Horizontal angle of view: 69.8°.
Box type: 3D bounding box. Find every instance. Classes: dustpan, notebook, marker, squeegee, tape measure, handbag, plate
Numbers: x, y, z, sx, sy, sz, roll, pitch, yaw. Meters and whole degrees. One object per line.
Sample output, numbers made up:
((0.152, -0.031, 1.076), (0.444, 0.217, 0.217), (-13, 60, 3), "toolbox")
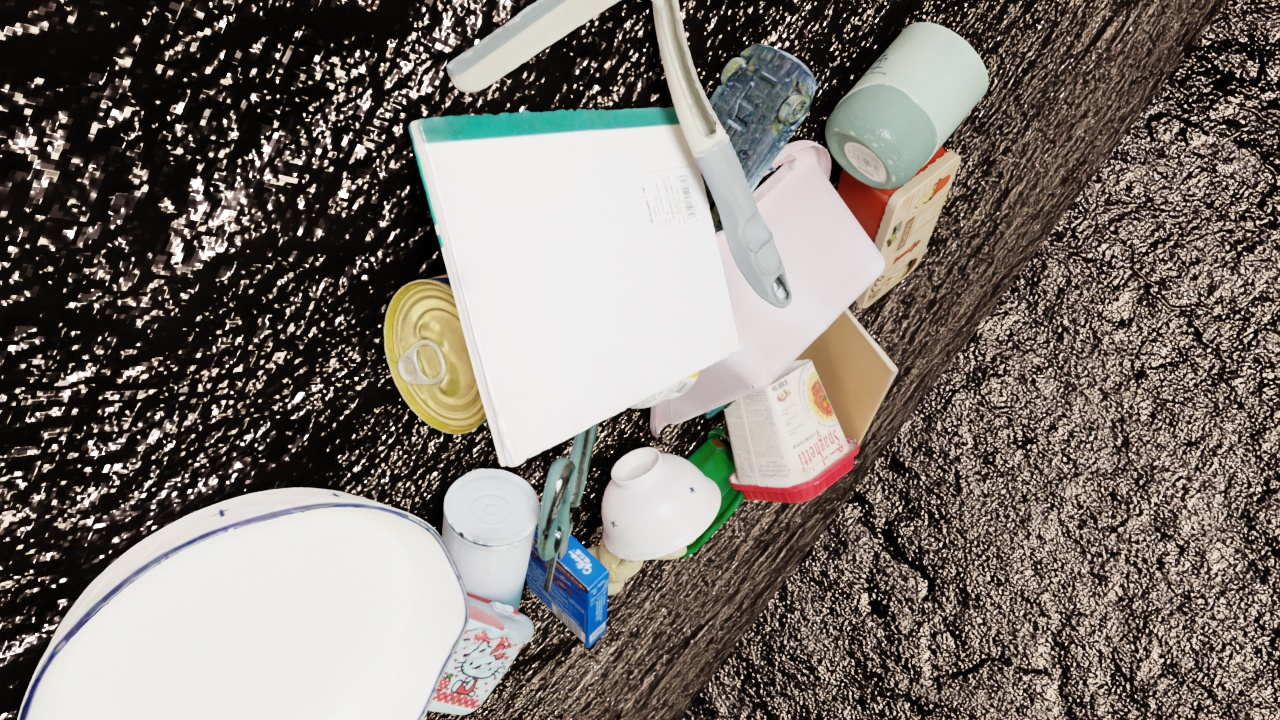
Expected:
((0.085, -0.068, 0.790), (0.222, 0.139, 0.274), (-44, -174, -22), "dustpan")
((-0.016, -0.051, 0.462), (0.208, 0.012, 0.150), (-23, 102, -52), "notebook")
((0.199, -0.181, 0.825), (0.123, 0.015, 0.018), (-39, 158, -24), "marker")
((0.040, -0.122, 0.496), (0.246, 0.039, 0.247), (-43, 134, -17), "squeegee")
((0.081, 0.034, 0.905), (0.058, 0.025, 0.054), (-41, 177, -10), "tape measure")
((0.199, 0.015, 0.976), (0.008, 0.147, 0.208), (-23, 150, -18), "notebook")
((0.065, 0.147, 1.022), (0.131, 0.068, 0.120), (-41, 157, -25), "handbag")
((-0.187, 0.147, 0.451), (0.204, 0.045, 0.205), (-21, 129, -29), "plate")

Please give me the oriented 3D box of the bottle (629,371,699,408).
((-0.004, 0.004, 0.644), (0.108, 0.063, 0.063), (-17, 141, -57), "bottle")

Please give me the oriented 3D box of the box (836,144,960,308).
((0.219, -0.136, 0.845), (0.091, 0.079, 0.168), (-37, 156, -18), "box")

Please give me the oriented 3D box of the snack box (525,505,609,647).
((-0.066, 0.191, 0.801), (0.026, 0.084, 0.157), (-40, 157, -25), "snack box")

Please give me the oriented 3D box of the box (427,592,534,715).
((-0.146, 0.167, 0.557), (0.087, 0.048, 0.201), (-49, 138, 2), "box")

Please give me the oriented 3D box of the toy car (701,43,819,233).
((0.058, -0.132, 0.558), (0.121, 0.054, 0.036), (-56, 157, 13), "toy car")

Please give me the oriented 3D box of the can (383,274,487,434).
((-0.063, -0.016, 0.471), (0.110, 0.075, 0.075), (-25, 148, -50), "can")

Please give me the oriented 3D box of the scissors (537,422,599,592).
((-0.049, 0.086, 0.674), (0.174, 0.019, 0.177), (96, 8, -58), "scissors")

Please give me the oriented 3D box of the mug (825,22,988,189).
((0.200, -0.195, 0.728), (0.106, 0.082, 0.112), (-50, -169, -5), "mug")

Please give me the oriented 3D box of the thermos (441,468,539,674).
((-0.121, 0.171, 0.678), (0.070, 0.070, 0.221), (-33, 152, -40), "thermos")

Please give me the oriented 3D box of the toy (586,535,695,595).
((-0.010, 0.189, 0.892), (0.158, 0.066, 0.104), (-33, -159, 40), "toy")

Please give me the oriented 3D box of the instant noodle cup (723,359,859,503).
((0.148, 0.071, 0.958), (0.116, 0.124, 0.117), (-28, -165, -37), "instant noodle cup")

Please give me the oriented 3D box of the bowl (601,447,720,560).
((0.008, 0.120, 0.845), (0.118, 0.118, 0.065), (-39, 118, -29), "bowl")
